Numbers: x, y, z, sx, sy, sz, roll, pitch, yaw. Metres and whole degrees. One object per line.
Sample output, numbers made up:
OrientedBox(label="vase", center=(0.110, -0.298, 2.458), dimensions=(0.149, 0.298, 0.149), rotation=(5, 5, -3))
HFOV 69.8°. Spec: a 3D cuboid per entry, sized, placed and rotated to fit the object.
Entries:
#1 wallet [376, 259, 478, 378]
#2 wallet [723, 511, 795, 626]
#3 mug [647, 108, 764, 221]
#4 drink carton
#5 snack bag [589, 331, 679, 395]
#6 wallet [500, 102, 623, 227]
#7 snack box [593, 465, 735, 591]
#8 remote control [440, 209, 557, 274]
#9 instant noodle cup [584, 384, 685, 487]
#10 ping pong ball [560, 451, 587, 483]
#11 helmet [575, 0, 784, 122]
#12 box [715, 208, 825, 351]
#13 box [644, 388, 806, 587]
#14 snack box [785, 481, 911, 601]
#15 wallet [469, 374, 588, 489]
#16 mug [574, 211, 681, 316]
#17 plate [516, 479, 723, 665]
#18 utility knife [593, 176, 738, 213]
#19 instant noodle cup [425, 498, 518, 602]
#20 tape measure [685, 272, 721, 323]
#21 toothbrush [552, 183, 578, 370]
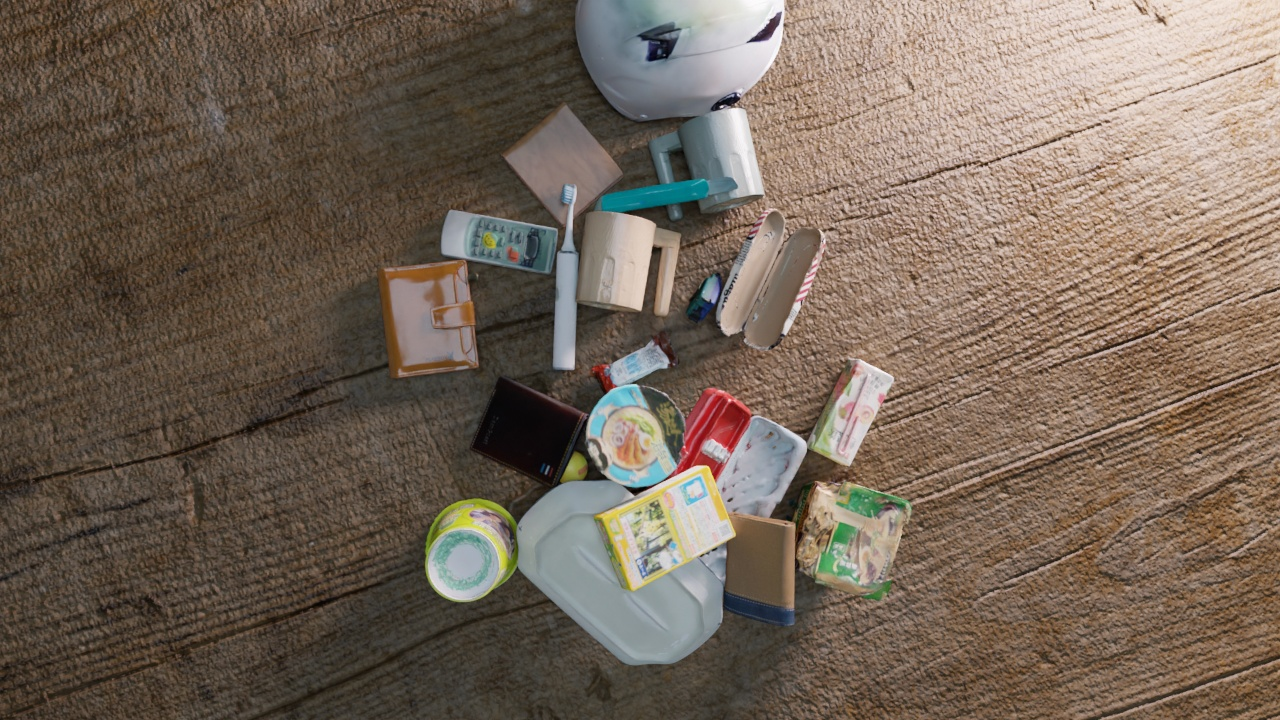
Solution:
OrientedBox(label="wallet", center=(-0.242, -0.049, 1.078), dimensions=(0.119, 0.035, 0.130), rotation=(-8, 89, 1))
OrientedBox(label="wallet", center=(0.133, 0.232, 1.029), dimensions=(0.033, 0.090, 0.115), rotation=(-6, 97, -48))
OrientedBox(label="mug", center=(0.078, -0.229, 1.091), dimensions=(0.124, 0.083, 0.103), rotation=(-15, 90, 22))
OrientedBox(label="drink carton", center=(0.251, 0.062, 1.101), dimensions=(0.053, 0.045, 0.122), rotation=(28, 86, -4))
OrientedBox(label="snack bag", center=(-0.006, 0.006, 1.094), dimensions=(0.105, 0.026, 0.045), rotation=(-27, 81, -6))
OrientedBox(label="wallet", center=(-0.093, -0.234, 1.102), dimensions=(0.101, 0.020, 0.115), rotation=(-42, 94, -3))
OrientedBox(label="snack box", center=(0.028, 0.182, 1.004), dimensions=(0.140, 0.034, 0.087), rotation=(-24, 94, -24))
OrientedBox(label="remote control", center=(-0.168, -0.141, 1.091), dimensions=(0.135, 0.019, 0.056), rotation=(10, 87, -4))
OrientedBox(label="instant noodle cup", center=(-0.011, 0.084, 1.044), dimensions=(0.111, 0.120, 0.111), rotation=(0, 87, -6))
OrientedBox(label="ping pong ball", center=(-0.082, 0.126, 1.076), dimensions=(0.040, 0.040, 0.040), rotation=(0, 88, -4))
OrientedBox(label="helmet", center=(0.054, -0.408, 1.055), dimensions=(0.258, 0.146, 0.229), rotation=(-16, 89, -5))
OrientedBox(label="box", center=(0.148, -0.097, 1.084), dimensions=(0.086, 0.075, 0.162), rotation=(26, 88, -34))
OrientedBox(label="box", center=(0.089, 0.148, 1.080), dimensions=(0.157, 0.069, 0.201), rotation=(31, 87, -11))
OrientedBox(label="snack box", center=(0.230, 0.198, 1.065), dimensions=(0.117, 0.105, 0.118), rotation=(18, 87, -5))
OrientedBox(label="wallet", center=(-0.131, 0.083, 1.067), dimensions=(0.122, 0.020, 0.096), rotation=(23, 85, 20))
OrientedBox(label="mug", center=(-0.013, -0.111, 1.079), dimensions=(0.124, 0.084, 0.103), rotation=(10, 88, -30))
OrientedBox(label="plate", center=(-0.022, 0.251, 1.041), dimensions=(0.162, 0.034, 0.265), rotation=(-41, 103, 11))
OrientedBox(label="utility knife", center=(0.026, -0.191, 1.071), dimensions=(0.185, 0.013, 0.029), rotation=(-4, 86, 26))
OrientedBox(label="instant noodle cup", center=(-0.191, 0.216, 1.023), dimensions=(0.111, 0.123, 0.111), rotation=(0, 88, -4))
OrientedBox(label="tape measure", center=(0.074, -0.073, 1.088), dimensions=(0.025, 0.055, 0.058), rotation=(32, 44, -5))
OrientedBox(label="toothbrush", center=(-0.087, -0.099, 1.088), dimensions=(0.026, 0.027, 0.221), rotation=(2, 90, -35))
